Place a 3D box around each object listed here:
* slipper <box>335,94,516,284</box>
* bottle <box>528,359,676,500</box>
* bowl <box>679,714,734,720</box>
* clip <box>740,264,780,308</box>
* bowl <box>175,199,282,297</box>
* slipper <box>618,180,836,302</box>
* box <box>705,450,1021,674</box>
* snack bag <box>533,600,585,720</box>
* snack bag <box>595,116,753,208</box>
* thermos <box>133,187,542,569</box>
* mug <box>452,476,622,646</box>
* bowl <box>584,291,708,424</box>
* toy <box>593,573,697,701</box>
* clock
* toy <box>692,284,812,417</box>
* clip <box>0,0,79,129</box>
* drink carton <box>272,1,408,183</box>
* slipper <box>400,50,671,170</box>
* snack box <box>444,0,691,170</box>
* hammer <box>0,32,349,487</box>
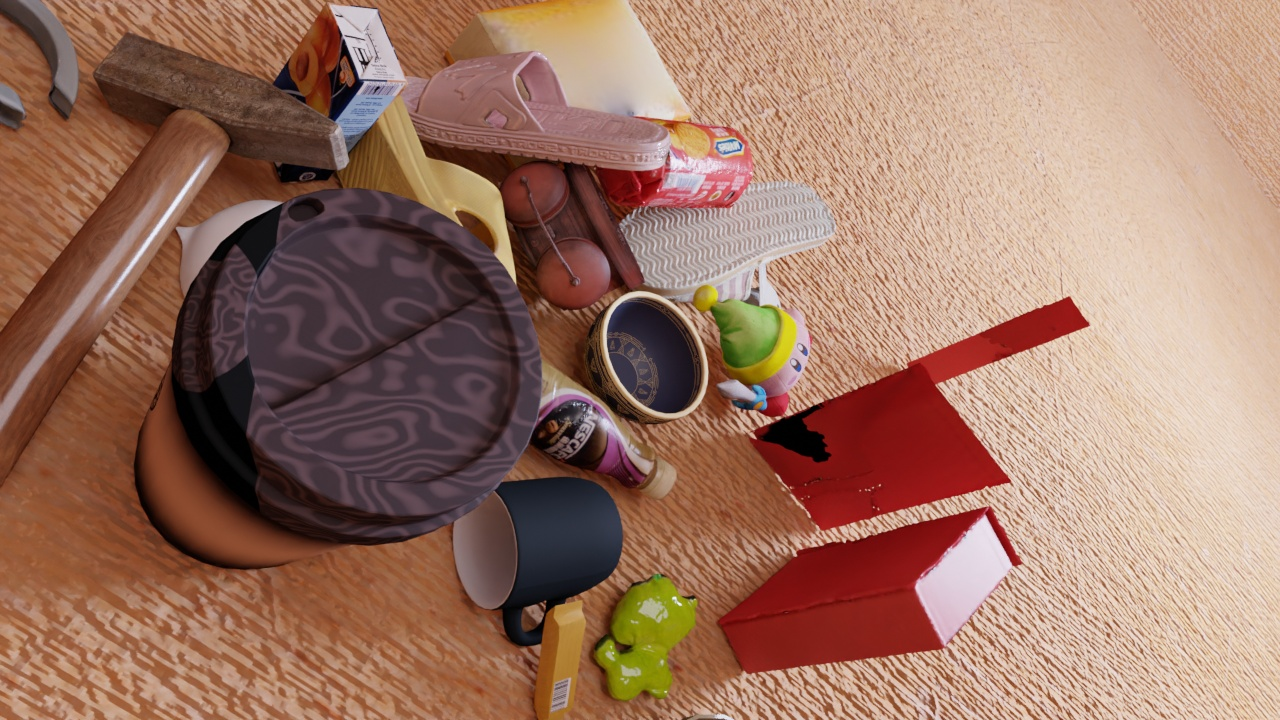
[{"bbox_3d":[-0.152,-0.104,0.683,0.078,0.100,0.263,-22,81,-46],"label":"slipper"},{"bbox_3d":[-0.041,0.060,0.726,0.166,0.060,0.059,36,51,-26],"label":"bottle"},{"bbox_3d":[0.040,0.340,0.668,0.152,0.051,0.152,18,59,-34],"label":"bowl"},{"bbox_3d":[0.126,-0.064,0.944,0.056,0.056,0.101,9,63,-11],"label":"clip"},{"bbox_3d":[-0.241,-0.061,0.616,0.114,0.051,0.114,18,59,-34],"label":"bowl"},{"bbox_3d":[0.084,-0.115,0.908,0.262,0.052,0.115,-20,68,-31],"label":"slipper"},{"bbox_3d":[0.245,0.272,0.769,0.197,0.218,0.351,-30,92,-43],"label":"box"},{"bbox_3d":[-0.057,0.211,0.640,0.026,0.020,0.099,-7,112,-40],"label":"snack bag"},{"bbox_3d":[0.032,-0.174,0.826,0.176,0.083,0.082,-11,77,-51],"label":"snack bag"},{"bbox_3d":[-0.182,0.031,0.501,0.172,0.227,0.172,18,59,-34],"label":"thermos"},{"bbox_3d":[-0.072,0.144,0.652,0.094,0.085,0.121,0,98,-40],"label":"mug"},{"bbox_3d":[-0.005,0.005,0.780,0.112,0.061,0.112,18,59,-34],"label":"bowl"},{"bbox_3d":[0.006,0.214,0.711,0.094,0.036,0.093,6,72,-32],"label":"toy"},{"bbox_3d":[-0.056,-0.100,0.734,0.120,0.072,0.157,63,5,3],"label":"clock"},{"bbox_3d":[0.100,-0.010,0.846,0.124,0.097,0.131,-61,151,-15],"label":"toy"},{"bbox_3d":[-0.421,-0.211,0.550,0.112,0.028,0.163,-33,92,-46],"label":"clip"},{"bbox_3d":[-0.219,-0.182,0.639,0.040,0.130,0.064,-14,78,-47],"label":"drink carton"},{"bbox_3d":[-0.091,-0.201,0.712,0.239,0.064,0.094,13,32,8],"label":"slipper"},{"bbox_3d":[-0.055,-0.256,0.845,0.194,0.081,0.145,-32,93,-44],"label":"snack box"},{"bbox_3d":[-0.307,-0.058,0.541,0.158,0.037,0.300,19,62,1],"label":"hammer"}]
